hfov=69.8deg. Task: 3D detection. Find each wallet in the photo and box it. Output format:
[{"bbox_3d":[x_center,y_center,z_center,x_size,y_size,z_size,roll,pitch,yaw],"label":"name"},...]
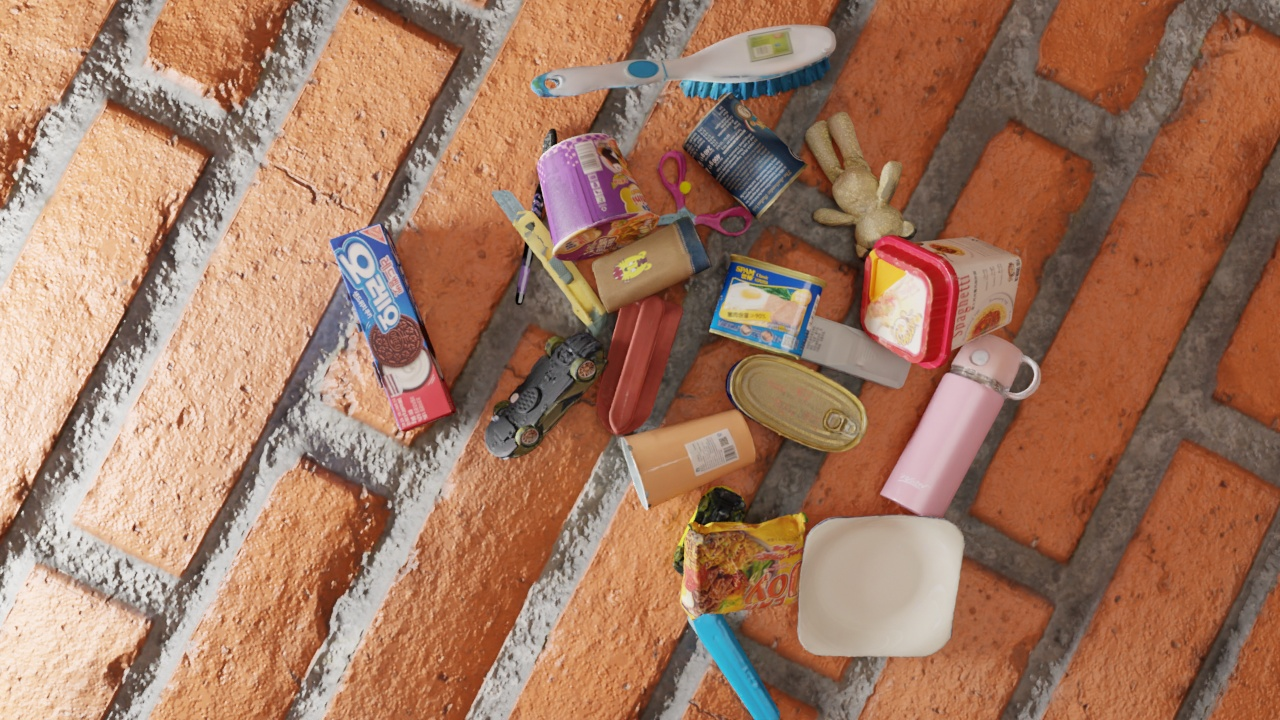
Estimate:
[{"bbox_3d":[0.009,-0.097,0.925,0.115,0.090,0.033,-26,125,6],"label":"wallet"}]

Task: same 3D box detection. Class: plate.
[{"bbox_3d":[0.241,0.226,0.939,0.163,0.034,0.164,1,108,-2],"label":"plate"}]

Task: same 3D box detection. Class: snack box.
[{"bbox_3d":[-0.251,-0.033,0.929,0.058,0.057,0.207,-21,89,-6],"label":"snack box"}]

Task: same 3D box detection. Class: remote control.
[{"bbox_3d":[0.223,-0.010,0.965,0.125,0.024,0.049,17,88,-1],"label":"remote control"}]

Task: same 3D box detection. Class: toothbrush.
[{"bbox_3d":[-0.110,-0.151,0.958,0.014,0.016,0.189,11,90,3],"label":"toothbrush"}]

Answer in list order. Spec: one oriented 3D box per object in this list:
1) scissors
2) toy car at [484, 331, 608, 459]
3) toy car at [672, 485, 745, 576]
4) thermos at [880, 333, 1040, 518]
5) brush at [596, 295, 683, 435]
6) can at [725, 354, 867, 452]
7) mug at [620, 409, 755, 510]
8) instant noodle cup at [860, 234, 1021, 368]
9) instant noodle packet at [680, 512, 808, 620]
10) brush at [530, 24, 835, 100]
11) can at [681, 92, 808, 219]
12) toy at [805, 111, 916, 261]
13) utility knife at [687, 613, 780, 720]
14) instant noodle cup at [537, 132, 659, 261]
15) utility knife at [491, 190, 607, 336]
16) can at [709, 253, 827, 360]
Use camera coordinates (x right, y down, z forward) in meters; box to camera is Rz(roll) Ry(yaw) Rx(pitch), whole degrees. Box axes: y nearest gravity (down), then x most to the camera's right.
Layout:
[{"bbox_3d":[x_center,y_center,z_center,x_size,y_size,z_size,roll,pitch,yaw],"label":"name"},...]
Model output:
[{"bbox_3d":[0.052,-0.154,0.965,0.134,0.017,0.133,-3,94,-3],"label":"scissors"},{"bbox_3d":[-0.097,0.036,0.932,0.158,0.070,0.042,-48,130,-2],"label":"toy car"},{"bbox_3d":[0.070,0.178,0.951,0.048,0.032,0.105,23,99,-10],"label":"toy car"},{"bbox_3d":[0.331,0.071,0.940,0.087,0.067,0.198,29,88,36],"label":"thermos"},{"bbox_3d":[-0.006,0.005,0.932,0.063,0.069,0.146,17,88,-1],"label":"brush"},{"bbox_3d":[0.159,0.044,0.948,0.148,0.049,0.074,24,88,-2],"label":"can"},{"bbox_3d":[0.050,0.095,0.932,0.122,0.078,0.078,-19,90,-7],"label":"mug"},{"bbox_3d":[0.301,-0.068,0.915,0.124,0.116,0.116,-15,121,-23],"label":"instant noodle cup"},{"bbox_3d":[0.106,0.208,0.926,0.128,0.044,0.111,-3,112,-16],"label":"instant noodle packet"},{"bbox_3d":[0.048,-0.290,0.920,0.314,0.109,0.060,-12,92,-3],"label":"brush"},{"bbox_3d":[0.105,-0.209,0.937,0.111,0.075,0.075,43,87,-1],"label":"can"},{"bbox_3d":[0.224,-0.183,0.954,0.105,0.066,0.157,-28,86,30],"label":"toy"},{"bbox_3d":[0.110,0.336,0.957,0.034,0.018,0.182,-32,92,12],"label":"utility knife"},{"bbox_3d":[-0.050,-0.165,0.921,0.111,0.111,0.099,-20,80,-3],"label":"instant noodle cup"},{"bbox_3d":[-0.092,-0.105,0.954,0.031,0.019,0.183,-38,92,-6],"label":"utility knife"},{"bbox_3d":[0.129,-0.054,0.938,0.102,0.057,0.083,18,91,14],"label":"can"}]
